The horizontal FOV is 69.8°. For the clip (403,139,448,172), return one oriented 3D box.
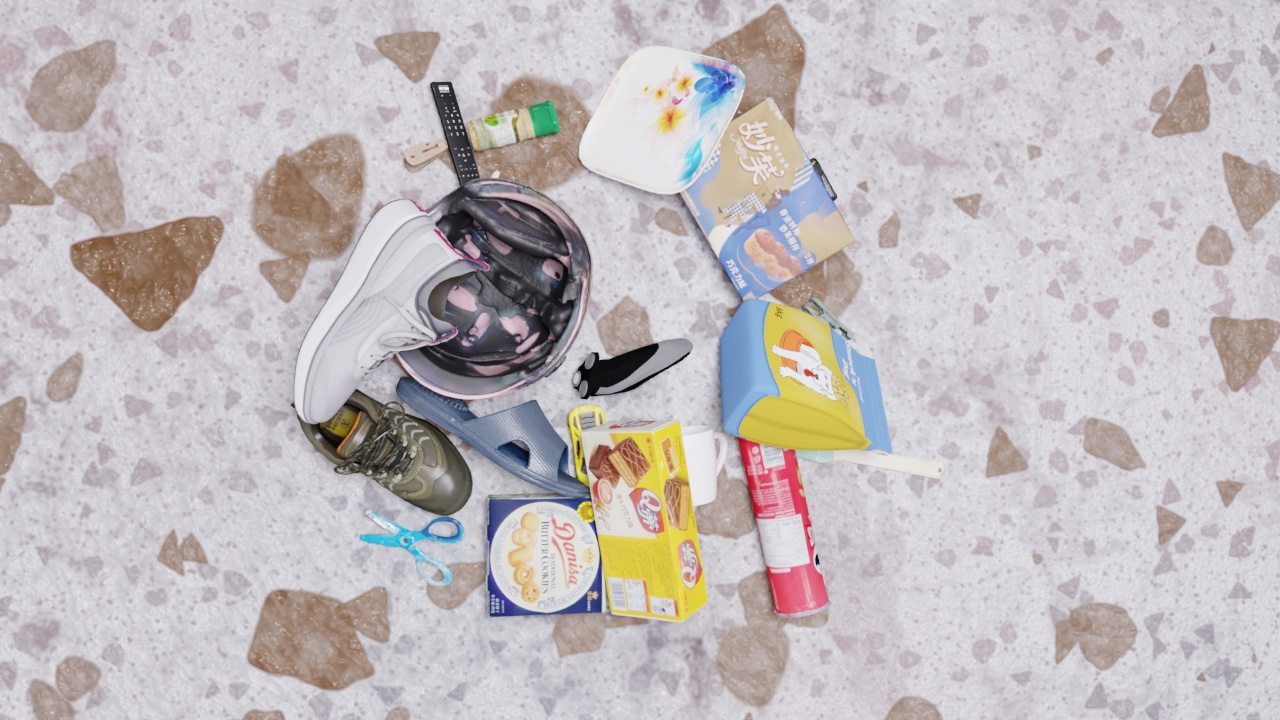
[{"bbox_3d":[-0.268,-0.254,1.142,0.060,0.040,0.024,-29,92,-30],"label":"clip"}]

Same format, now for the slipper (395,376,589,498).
[{"bbox_3d":[-0.165,0.073,1.097,0.263,0.101,0.082,31,93,0],"label":"slipper"}]

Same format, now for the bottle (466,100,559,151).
[{"bbox_3d":[-0.159,-0.292,1.145,0.111,0.043,0.043,-15,90,-6],"label":"bottle"}]

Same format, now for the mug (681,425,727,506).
[{"bbox_3d":[0.068,0.128,1.146,0.114,0.081,0.087,-10,95,-38],"label":"mug"}]

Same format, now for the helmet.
[{"bbox_3d":[-0.173,-0.080,1.078,0.230,0.152,0.255,30,93,-2],"label":"helmet"}]

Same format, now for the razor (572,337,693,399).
[{"bbox_3d":[-0.007,0.007,1.147,0.156,0.057,0.060,-13,118,-15],"label":"razor"}]

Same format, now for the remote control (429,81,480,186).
[{"bbox_3d":[-0.229,-0.280,1.144,0.030,0.009,0.140,-16,90,-42],"label":"remote control"}]

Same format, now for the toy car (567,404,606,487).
[{"bbox_3d":[-0.062,0.108,1.147,0.049,0.030,0.107,-10,90,-8],"label":"toy car"}]

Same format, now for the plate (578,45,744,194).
[{"bbox_3d":[0.026,-0.296,1.134,0.187,0.016,0.187,25,84,30],"label":"plate"}]

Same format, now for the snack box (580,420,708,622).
[{"bbox_3d":[0.006,0.188,1.094,0.110,0.061,0.230,-5,98,36],"label":"snack box"}]

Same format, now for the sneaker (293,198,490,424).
[{"bbox_3d":[-0.268,-0.032,0.977,0.129,0.096,0.263,32,95,7],"label":"sneaker"}]

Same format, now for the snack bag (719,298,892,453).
[{"bbox_3d":[0.206,0.029,1.119,0.205,0.103,0.158,15,46,-13],"label":"snack bag"}]

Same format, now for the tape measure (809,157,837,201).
[{"bbox_3d":[0.212,-0.221,1.189,0.064,0.037,0.065,-30,90,-8],"label":"tape measure"}]

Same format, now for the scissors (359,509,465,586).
[{"bbox_3d":[-0.274,0.210,1.112,0.140,0.013,0.114,36,108,-2],"label":"scissors"}]

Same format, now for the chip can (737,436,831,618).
[{"bbox_3d":[0.178,0.198,1.153,0.073,0.073,0.233,-12,89,-8],"label":"chip can"}]

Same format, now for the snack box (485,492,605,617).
[{"bbox_3d":[-0.117,0.237,1.128,0.145,0.043,0.144,-1,87,-7],"label":"snack box"}]

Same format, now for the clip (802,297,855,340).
[{"bbox_3d":[0.249,-0.053,1.196,0.049,0.023,0.078,-32,94,-9],"label":"clip"}]

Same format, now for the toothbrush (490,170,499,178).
[{"bbox_3d":[-0.220,-0.158,1.145,0.018,0.016,0.181,30,85,-12],"label":"toothbrush"}]

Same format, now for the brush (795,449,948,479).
[{"bbox_3d":[0.302,0.128,1.201,0.217,0.012,0.033,10,86,-8],"label":"brush"}]

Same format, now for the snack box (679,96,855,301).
[{"bbox_3d":[0.149,-0.196,1.141,0.155,0.069,0.202,-30,92,13],"label":"snack box"}]

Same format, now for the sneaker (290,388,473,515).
[{"bbox_3d":[-0.298,0.096,1.061,0.238,0.143,0.101,33,84,-5],"label":"sneaker"}]
